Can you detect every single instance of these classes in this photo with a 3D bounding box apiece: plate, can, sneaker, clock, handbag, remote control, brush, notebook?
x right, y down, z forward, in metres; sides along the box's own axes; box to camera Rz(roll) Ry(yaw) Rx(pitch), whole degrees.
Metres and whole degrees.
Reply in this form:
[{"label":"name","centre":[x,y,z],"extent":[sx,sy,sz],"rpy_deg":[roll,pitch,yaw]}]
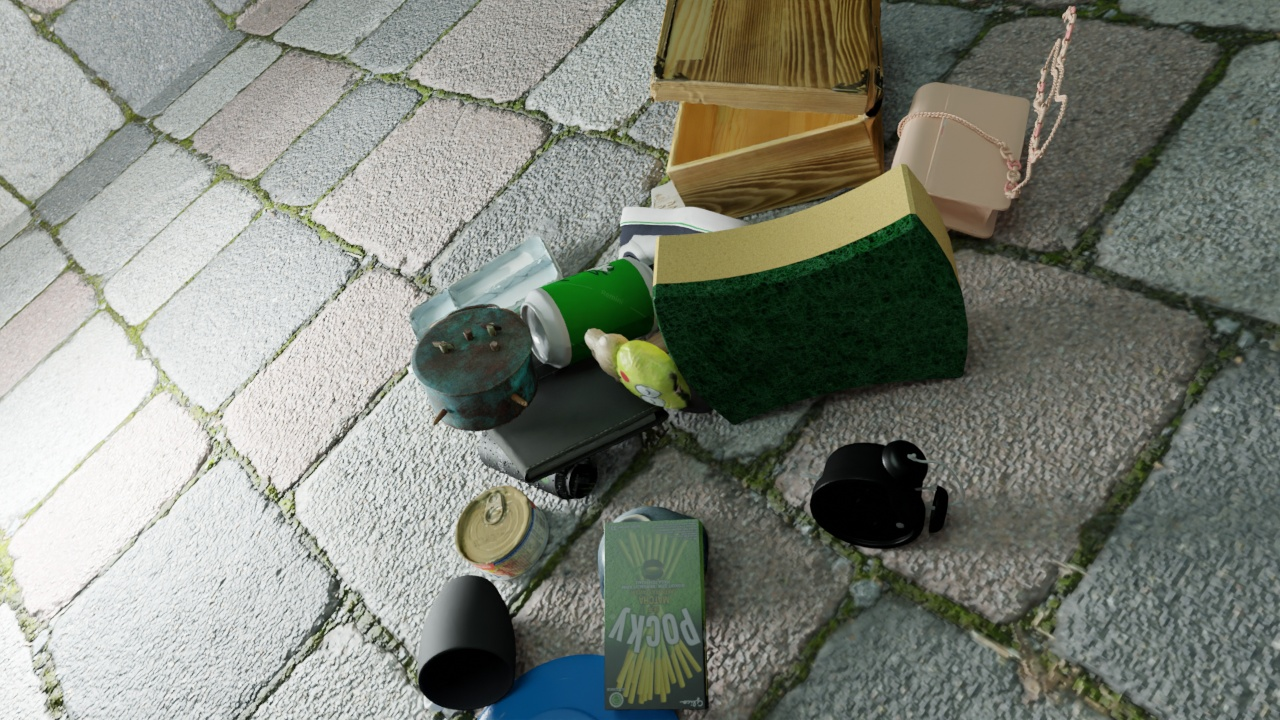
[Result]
[{"label":"plate","centre":[-0.069,0.342,0.735],"extent":[0.225,0.024,0.223],"rpy_deg":[-17,47,19]},{"label":"can","centre":[-0.137,0.171,0.910],"extent":[0.086,0.043,0.086],"rpy_deg":[-16,47,18]},{"label":"sneaker","centre":[0.055,-0.119,0.988],"extent":[0.236,0.084,0.079],"rpy_deg":[14,93,55]},{"label":"clock","centre":[0.195,0.105,0.731],"extent":[0.121,0.091,0.042],"rpy_deg":[-17,35,37]},{"label":"clock","centre":[-0.169,-0.008,0.938],"extent":[0.121,0.073,0.157],"rpy_deg":[-12,47,-3]},{"label":"handbag","centre":[0.319,-0.241,0.876],"extent":[0.116,0.187,0.198],"rpy_deg":[18,62,9]},{"label":"can","centre":[-0.051,-0.052,0.985],"extent":[0.139,0.088,0.088],"rpy_deg":[-22,39,-23]},{"label":"remote control","centre":[0.040,-0.172,1.118],"extent":[0.050,0.011,0.135],"rpy_deg":[-18,46,18]},{"label":"brush","centre":[0.150,-0.047,0.810],"extent":[0.251,0.195,0.075],"rpy_deg":[-14,48,21]},{"label":"notebook","centre":[-0.086,0.040,0.959],"extent":[0.169,0.029,0.209],"rpy_deg":[-25,36,-19]},{"label":"remote control","centre":[0.031,0.021,0.943],"extent":[0.046,0.009,0.124],"rpy_deg":[-8,32,-33]},{"label":"can","centre":[-0.108,0.102,0.943],"extent":[0.138,0.054,0.053],"rpy_deg":[16,63,39]}]

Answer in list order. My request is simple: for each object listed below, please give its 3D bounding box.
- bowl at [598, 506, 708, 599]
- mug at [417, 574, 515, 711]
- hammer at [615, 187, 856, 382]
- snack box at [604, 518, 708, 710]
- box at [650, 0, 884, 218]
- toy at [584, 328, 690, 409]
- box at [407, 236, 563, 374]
[{"label":"bowl","centre":[0.002,0.171,0.817],"extent":[0.110,0.055,0.110],"rpy_deg":[-17,46,19]},{"label":"mug","centre":[-0.164,0.260,0.835],"extent":[0.119,0.085,0.100],"rpy_deg":[-55,24,23]},{"label":"hammer","centre":[0.113,-0.069,0.940],"extent":[0.328,0.052,0.098],"rpy_deg":[-29,43,0]},{"label":"snack box","centre":[0.012,0.207,0.751],"extent":[0.080,0.025,0.147],"rpy_deg":[-4,71,10]},{"label":"box","centre":[0.159,-0.344,1.050],"extent":[0.259,0.221,0.278],"rpy_deg":[-8,48,23]},{"label":"toy","centre":[-0.005,0.005,0.877],"extent":[0.115,0.092,0.046],"rpy_deg":[28,77,27]},{"label":"box","centre":[-0.188,-0.059,1.121],"extent":[0.211,0.084,0.185],"rpy_deg":[-32,34,2]}]
